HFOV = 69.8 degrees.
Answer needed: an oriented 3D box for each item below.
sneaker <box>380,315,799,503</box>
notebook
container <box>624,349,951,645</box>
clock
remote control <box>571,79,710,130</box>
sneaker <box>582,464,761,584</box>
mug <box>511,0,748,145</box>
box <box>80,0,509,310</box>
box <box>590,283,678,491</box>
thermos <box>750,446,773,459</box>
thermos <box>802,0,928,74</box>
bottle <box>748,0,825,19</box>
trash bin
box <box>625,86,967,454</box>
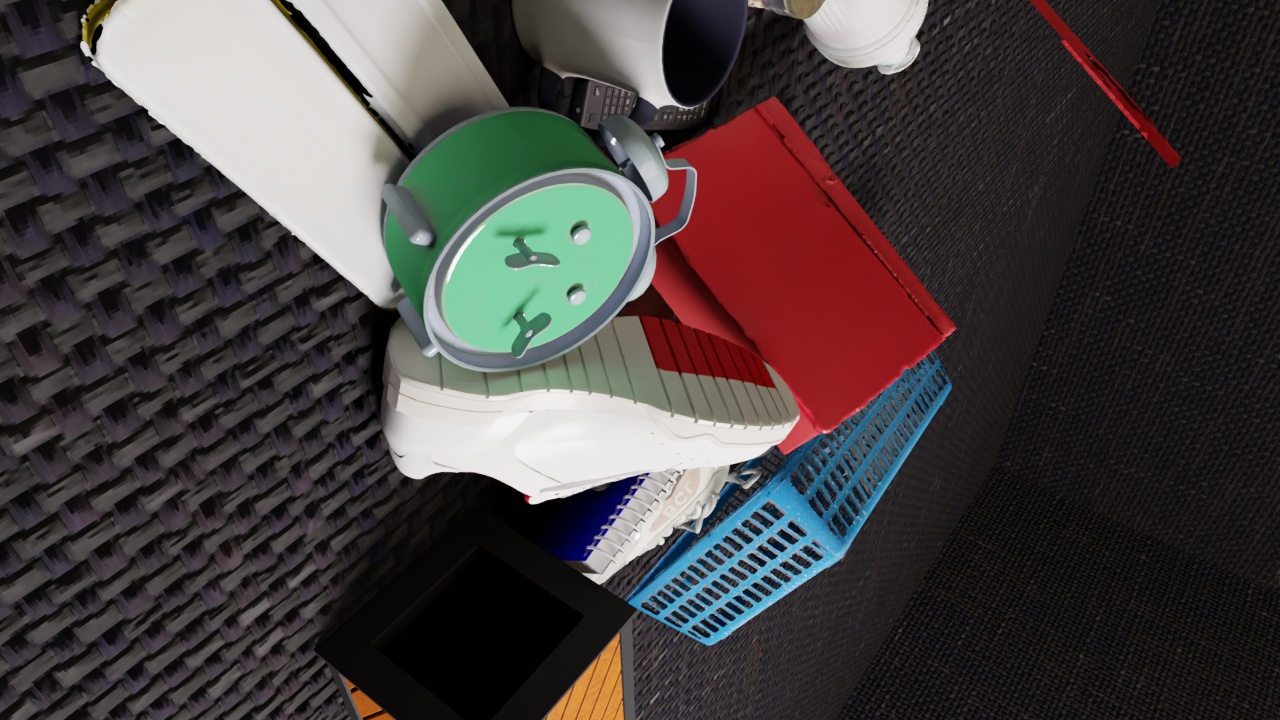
[{"bbox_3d":[-0.031,0.039,0.536,0.236,0.090,0.104,4,129,-19],"label":"sneaker"},{"bbox_3d":[0.003,0.068,0.681,0.208,0.022,0.172,-52,-170,-22],"label":"notebook"},{"bbox_3d":[0.161,0.116,0.890,0.360,0.089,0.258,-38,172,-47],"label":"container"},{"bbox_3d":[-0.040,-0.061,0.457,0.161,0.075,0.122,-21,144,-24],"label":"clock"},{"bbox_3d":[0.003,-0.167,0.596,0.136,0.015,0.032,-18,128,-51],"label":"remote control"},{"bbox_3d":[0.031,0.105,0.747,0.242,0.091,0.089,-50,-169,-10],"label":"sneaker"},{"bbox_3d":[-0.012,-0.168,0.480,0.078,0.097,0.112,12,102,-62],"label":"mug"},{"bbox_3d":[-0.127,-0.114,0.409,0.129,0.036,0.209,-55,152,-11],"label":"box"},{"bbox_3d":[-0.004,0.005,0.667,0.186,0.083,0.042,-53,155,-24],"label":"box"},{"bbox_3d":[0.100,-0.032,0.805,0.082,0.082,0.241,-34,140,-44],"label":"thermos"},{"bbox_3d":[0.138,-0.289,0.652,0.220,0.099,0.099,17,98,-58],"label":"thermos"},{"bbox_3d":[0.055,-0.237,0.530,0.056,0.105,0.056,-41,145,-38],"label":"bottle"},{"bbox_3d":[-0.098,0.230,0.620,0.139,0.140,0.172,-42,145,-37],"label":"trash bin"},{"bbox_3d":[0.092,-0.058,0.625,0.165,0.214,0.153,-37,174,15],"label":"box"}]
